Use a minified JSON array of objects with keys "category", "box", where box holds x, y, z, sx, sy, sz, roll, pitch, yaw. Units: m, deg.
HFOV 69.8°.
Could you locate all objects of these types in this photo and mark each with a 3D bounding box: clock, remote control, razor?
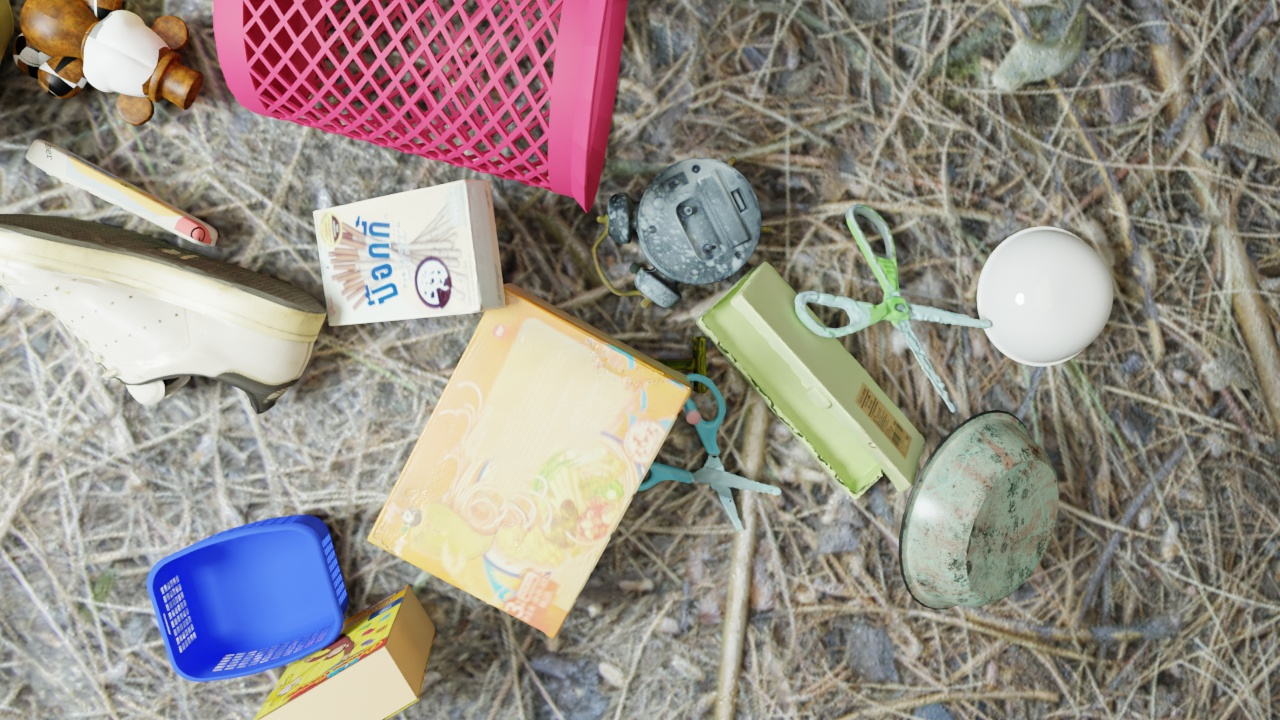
[{"category":"clock","box":[0.027,-0.092,0.659,0.129,0.052,0.090,-28,96,-6]},{"category":"remote control","box":[-0.346,-0.111,0.617,0.125,0.038,0.018,27,90,-8]},{"category":"razor","box":[-0.004,0.004,0.678,0.106,0.026,0.042,-1,95,-3]}]

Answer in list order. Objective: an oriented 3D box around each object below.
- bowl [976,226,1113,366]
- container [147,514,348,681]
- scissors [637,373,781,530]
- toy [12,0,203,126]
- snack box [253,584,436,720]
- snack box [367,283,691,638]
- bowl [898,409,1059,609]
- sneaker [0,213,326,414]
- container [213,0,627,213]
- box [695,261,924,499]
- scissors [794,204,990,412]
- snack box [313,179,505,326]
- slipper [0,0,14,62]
[{"category":"bowl","box":[0.321,-0.049,0.705,0.110,0.040,0.110,0,93,-7]},{"category":"container","box":[-0.264,0.159,0.634,0.114,0.058,0.096,-15,95,-6]},{"category":"scissors","box":[0.035,0.079,0.683,0.126,0.015,0.136,-22,104,7]},{"category":"toy","box":[-0.348,-0.204,0.604,0.112,0.067,0.087,26,90,-17]},{"category":"snack box","box":[-0.191,0.207,0.612,0.088,0.126,0.040,-30,96,-5]},{"category":"snack box","box":[-0.073,0.065,0.637,0.145,0.080,0.195,28,96,-2]},{"category":"bowl","box":[0.256,0.117,0.671,0.157,0.038,0.157,-11,110,-32]},{"category":"sneaker","box":[-0.339,-0.027,0.607,0.241,0.089,0.102,16,101,-11]},{"category":"container","box":[-0.130,-0.204,0.582,0.226,0.183,0.183,9,92,0]},{"category":"box","box":[0.131,0.014,0.681,0.188,0.089,0.077,46,67,-5]},{"category":"scissors","box":[0.186,-0.035,0.681,0.168,0.023,0.171,-21,80,-30]},{"category":"snack box","box":[-0.156,-0.068,0.605,0.150,0.026,0.082,-2,97,35]},{"category":"slipper","box":[-0.460,-0.228,0.580,0.099,0.078,0.263,-4,77,-10]}]
